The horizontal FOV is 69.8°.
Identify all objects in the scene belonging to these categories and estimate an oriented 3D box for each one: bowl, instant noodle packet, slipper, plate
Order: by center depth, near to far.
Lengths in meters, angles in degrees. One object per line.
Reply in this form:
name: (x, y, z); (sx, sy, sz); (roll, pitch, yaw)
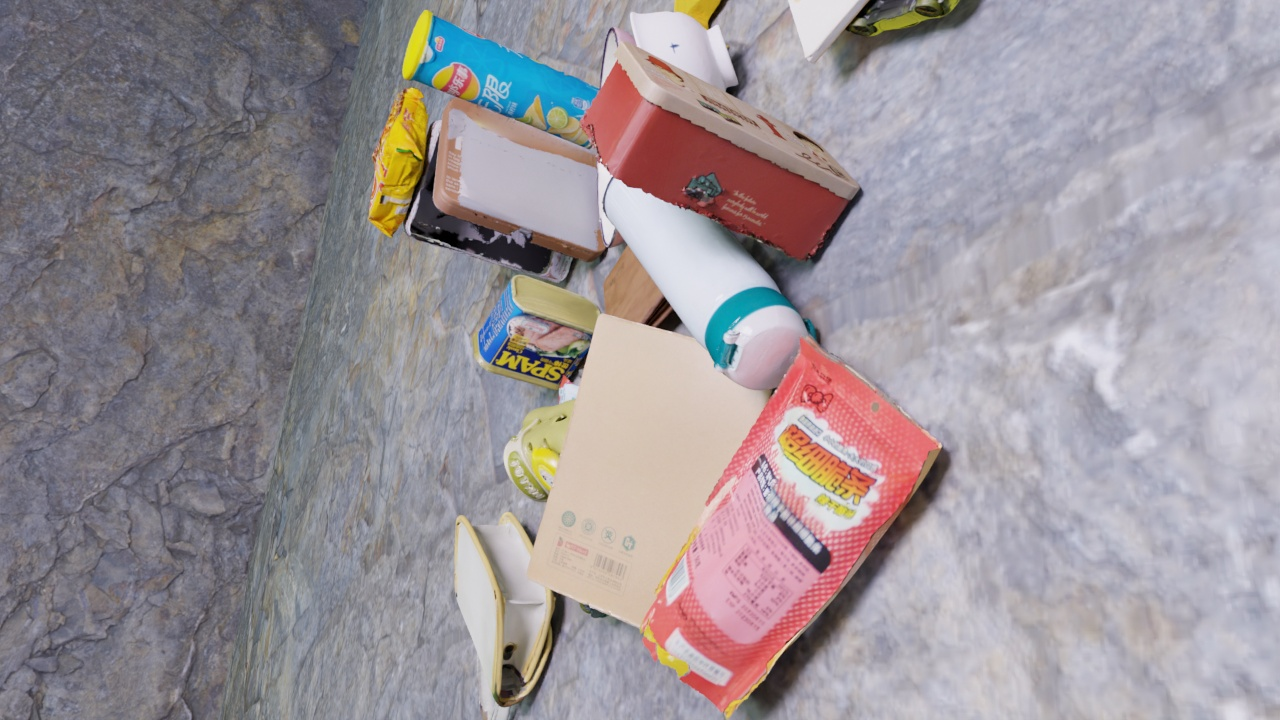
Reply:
bowl: (0.042, -0.239, 0.754); (0.065, 0.118, 0.118); (-18, 52, 12)
slipper: (-0.069, 0.087, 0.771); (0.081, 0.091, 0.191); (-38, 12, -19)
plate: (-0.011, -0.198, 0.827); (0.192, 0.039, 0.192); (179, 91, -81)
instant noodle packet: (-0.246, -0.200, 0.928); (0.128, 0.044, 0.111); (-101, 31, -44)

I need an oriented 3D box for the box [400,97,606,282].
box: (-0.127, -0.166, 0.924); (0.166, 0.181, 0.150); (33, 106, 65)

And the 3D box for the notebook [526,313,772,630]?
notebook: (0.005, 0.082, 0.654); (0.148, 0.008, 0.207); (16, 91, 27)

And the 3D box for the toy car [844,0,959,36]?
toy car: (0.168, -0.228, 0.566); (0.105, 0.032, 0.048); (16, 89, 64)

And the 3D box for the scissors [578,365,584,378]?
scissors: (-0.004, 0.001, 0.788); (0.225, 0.015, 0.189); (-64, 30, 21)

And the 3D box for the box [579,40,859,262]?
box: (0.046, -0.126, 0.593); (0.078, 0.168, 0.091); (-56, 32, 25)

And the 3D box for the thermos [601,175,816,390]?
thermos: (0.045, -0.065, 0.647); (0.073, 0.073, 0.224); (-61, 38, 25)

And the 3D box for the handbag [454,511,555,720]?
handbag: (-0.133, 0.251, 0.868); (0.163, 0.063, 0.179); (-138, 51, -60)

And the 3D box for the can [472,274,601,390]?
can: (-0.098, -0.026, 0.881); (0.083, 0.102, 0.057); (-52, 34, 33)

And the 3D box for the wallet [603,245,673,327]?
wallet: (-0.002, -0.062, 0.778); (0.116, 0.020, 0.101); (-51, 34, 43)

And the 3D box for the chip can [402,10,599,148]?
chip can: (-0.139, -0.294, 0.972); (0.071, 0.210, 0.071); (-37, 45, 49)

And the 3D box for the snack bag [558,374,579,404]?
snack bag: (-0.049, 0.039, 0.810); (0.104, 0.026, 0.048); (6, 106, 62)

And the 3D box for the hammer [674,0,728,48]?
hammer: (0.116, -0.362, 0.729); (0.302, 0.032, 0.128); (-32, 50, 53)

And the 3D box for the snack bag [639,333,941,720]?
snack bag: (0.079, 0.099, 0.541); (0.208, 0.073, 0.128); (-59, 35, 17)

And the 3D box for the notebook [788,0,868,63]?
notebook: (0.139, -0.317, 0.617); (0.146, 0.010, 0.206); (-45, 40, 42)

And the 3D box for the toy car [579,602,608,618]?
toy car: (-0.028, 0.159, 0.729); (0.043, 0.036, 0.091); (-45, 39, 41)
